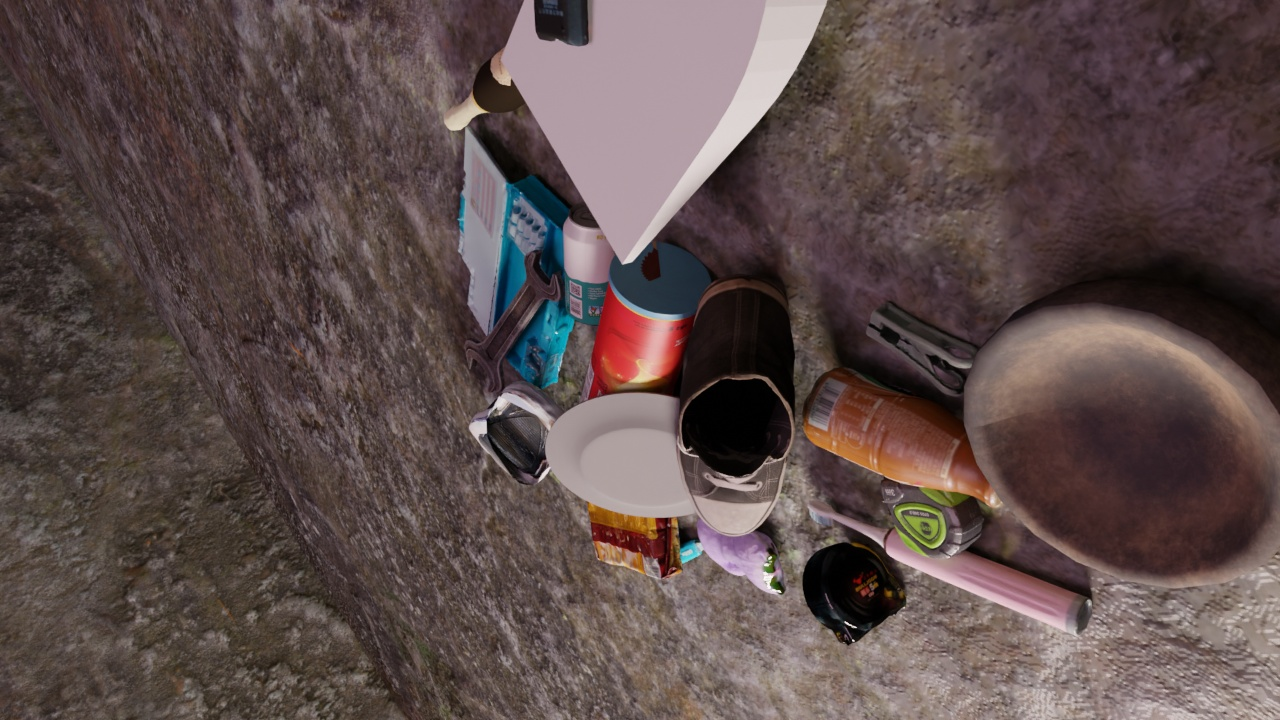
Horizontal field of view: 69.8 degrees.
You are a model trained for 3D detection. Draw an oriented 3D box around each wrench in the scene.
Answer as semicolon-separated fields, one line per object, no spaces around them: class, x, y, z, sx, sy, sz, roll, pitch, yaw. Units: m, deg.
wrench;-0.131;-0.034;0.925;0.070;0.010;0.274;58;148;7

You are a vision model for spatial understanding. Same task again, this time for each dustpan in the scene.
dustpan;0.015;-0.217;0.576;0.191;0.053;0.259;60;143;16

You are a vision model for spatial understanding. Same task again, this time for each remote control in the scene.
remote control;-0.056;-0.275;0.569;0.047;0.022;0.150;26;129;40

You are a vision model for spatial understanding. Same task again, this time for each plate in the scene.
plate;0.004;0.091;0.804;0.178;0.012;0.179;4;137;4

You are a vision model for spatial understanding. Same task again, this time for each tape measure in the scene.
tape measure;0.164;0.179;0.718;0.072;0.071;0.042;63;151;5
tape measure;0.205;0.105;0.636;0.066;0.035;0.059;-1;105;57

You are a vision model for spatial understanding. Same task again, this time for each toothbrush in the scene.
toothbrush;0.211;0.142;0.665;0.223;0.027;0.026;17;127;47

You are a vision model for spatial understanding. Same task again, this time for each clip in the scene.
clip;0.180;-0.009;0.588;0.075;0.023;0.037;39;144;31

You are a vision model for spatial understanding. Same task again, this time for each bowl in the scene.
bowl;0.257;0.029;0.472;0.162;0.070;0.162;33;139;34

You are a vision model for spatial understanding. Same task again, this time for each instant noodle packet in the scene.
instant noodle packet;-0.008;0.172;0.958;0.136;0.039;0.098;-2;103;54

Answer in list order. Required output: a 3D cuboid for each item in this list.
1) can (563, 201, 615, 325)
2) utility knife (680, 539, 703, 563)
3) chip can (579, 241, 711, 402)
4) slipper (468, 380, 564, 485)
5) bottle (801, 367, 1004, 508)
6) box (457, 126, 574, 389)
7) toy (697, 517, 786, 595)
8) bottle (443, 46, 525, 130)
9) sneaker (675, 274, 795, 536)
can;-0.038;-0.082;0.788;0.055;0.054;0.102;34;140;33
utility knife;0.042;0.197;0.943;0.022;0.015;0.141;52;144;4
chip can;-0.005;0.005;0.786;0.087;0.086;0.214;43;143;22
slipper;-0.122;0.073;1.010;0.111;0.063;0.264;45;157;-1
bottle;0.187;0.056;0.597;0.167;0.059;0.059;25;134;40
box;-0.133;-0.097;0.918;0.181;0.039;0.227;46;145;21
toy;0.094;0.177;0.840;0.100;0.036;0.080;22;143;48
bottle;-0.125;-0.233;0.790;0.185;0.045;0.045;-8;109;55
sneaker;0.070;0.066;0.687;0.095;0.119;0.235;8;127;3
